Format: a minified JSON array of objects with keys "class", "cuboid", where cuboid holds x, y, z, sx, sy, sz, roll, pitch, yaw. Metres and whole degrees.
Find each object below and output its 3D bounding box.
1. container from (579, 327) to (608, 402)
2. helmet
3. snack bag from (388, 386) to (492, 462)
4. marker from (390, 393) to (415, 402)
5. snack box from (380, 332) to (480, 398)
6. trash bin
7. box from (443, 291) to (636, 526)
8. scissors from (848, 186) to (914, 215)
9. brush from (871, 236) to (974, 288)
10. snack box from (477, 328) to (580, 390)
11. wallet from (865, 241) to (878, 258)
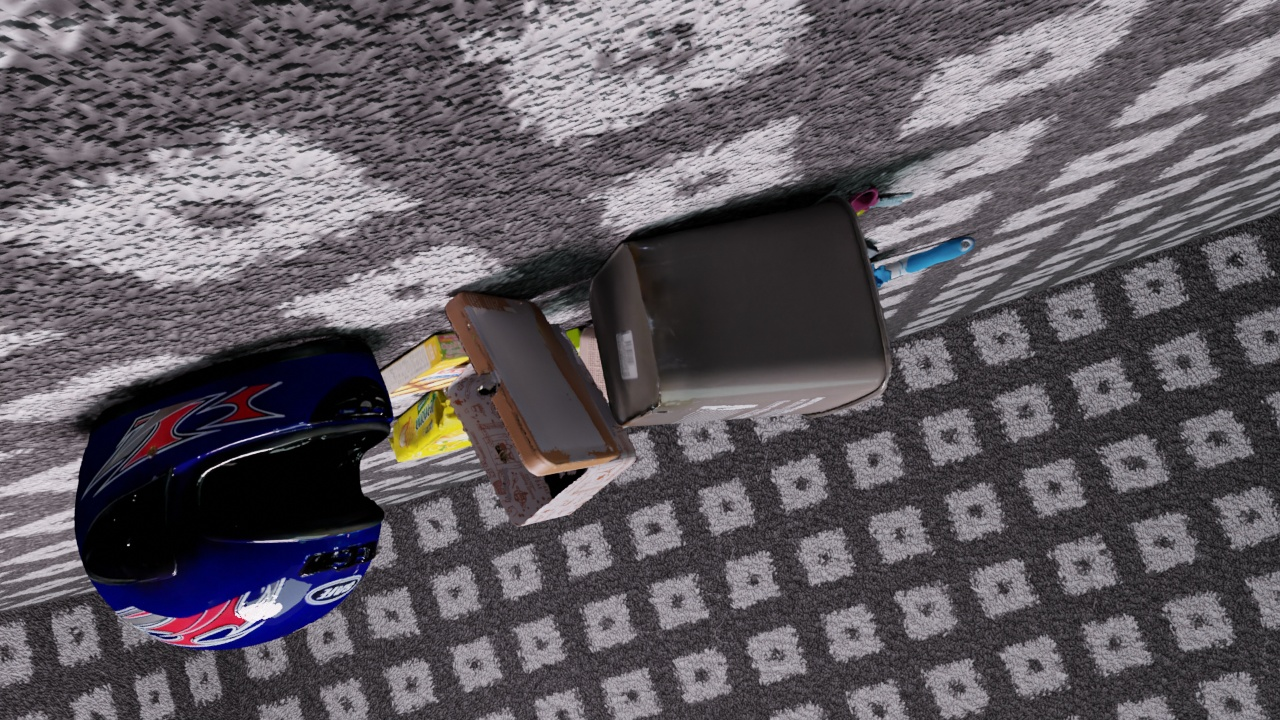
[{"class":"container","cuboid":[-0.007,0.007,1.117,0.111,0.090,0.090,4,-174,21]},{"class":"helmet","cuboid":[-0.358,0.138,0.853,0.316,0.240,0.247,-21,173,20]},{"class":"snack bag","cuboid":[-0.252,0.078,1.302,0.157,0.068,0.247,-12,170,-35]},{"class":"marker","cuboid":[-0.326,0.051,1.128,0.131,0.018,0.022,-20,-179,17]},{"class":"snack box","cuboid":[-0.215,0.003,0.988,0.086,0.033,0.141,-11,168,-45]},{"class":"trash bin","cuboid":[0.084,-0.032,0.870,0.219,0.198,0.199,-9,170,-20]},{"class":"box","cuboid":[-0.124,0.059,0.883,0.158,0.180,0.217,-37,163,22]},{"class":"scissors","cuboid":[0.243,-0.164,0.931,0.136,0.017,0.072,-18,164,-34]},{"class":"brush","cuboid":[0.346,-0.124,1.318,0.314,0.060,0.109,-21,178,3]},{"class":"snack box","cuboid":[-0.146,0.001,1.148,0.156,0.026,0.086,-17,173,-3]},{"class":"wallet","cuboid":[0.241,-0.124,1.184,0.121,0.019,0.097,-23,170,27]}]
